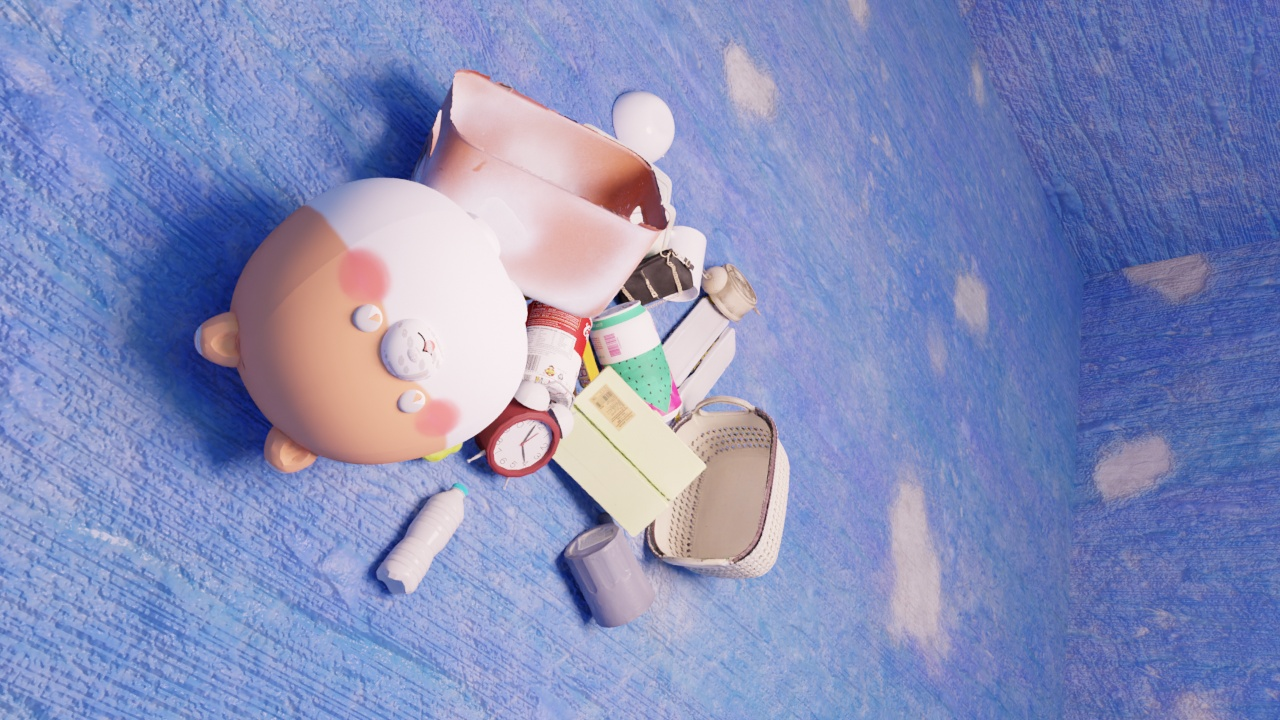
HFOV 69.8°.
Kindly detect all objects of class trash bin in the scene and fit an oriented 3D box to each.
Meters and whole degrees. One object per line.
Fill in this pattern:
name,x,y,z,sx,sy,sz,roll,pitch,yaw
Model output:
trash bin,-0.121,-0.179,1.037,0.259,0.158,0.181,21,34,-24

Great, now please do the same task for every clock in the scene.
clock,0.139,-0.120,1.471,0.140,0.055,0.092,27,35,-48
clock,-0.136,0.080,1.074,0.137,0.048,0.096,-42,132,0

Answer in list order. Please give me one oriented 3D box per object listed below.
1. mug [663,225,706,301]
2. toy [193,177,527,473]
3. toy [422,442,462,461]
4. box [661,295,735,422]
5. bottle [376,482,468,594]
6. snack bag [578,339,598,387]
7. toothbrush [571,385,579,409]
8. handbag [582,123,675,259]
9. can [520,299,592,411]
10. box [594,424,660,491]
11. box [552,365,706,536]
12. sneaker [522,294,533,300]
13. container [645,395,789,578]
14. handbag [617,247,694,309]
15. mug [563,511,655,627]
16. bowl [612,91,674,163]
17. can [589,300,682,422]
mug,0.049,-0.154,1.377,0.110,0.074,0.090,40,52,-49
toy,-0.245,-0.027,0.853,0.280,0.266,0.263,-33,114,-24
toy,-0.246,0.067,0.998,0.117,0.043,0.092,-7,89,-48
box,0.088,-0.004,1.427,0.209,0.046,0.128,-50,122,-45
bottle,-0.229,0.188,0.988,0.044,0.044,0.135,56,45,-26
snack bag,-0.078,-0.006,1.232,0.020,0.026,0.099,-25,102,-44
toothbrush,-0.095,0.020,1.214,0.016,0.016,0.167,-7,88,-49
handbag,-0.044,-0.222,1.270,0.198,0.096,0.141,22,66,-48
can,-0.115,-0.006,1.139,0.086,0.087,0.116,39,53,-38
box,-0.010,0.146,1.229,0.084,0.095,0.165,-33,98,-27
box,-0.024,0.116,1.164,0.187,0.138,0.030,48,3,-10
sneaker,-0.171,-0.109,1.104,0.234,0.088,0.079,-20,85,-52
container,0.121,0.193,1.310,0.143,0.185,0.251,45,48,-46
handbag,0.012,-0.118,1.295,0.079,0.129,0.054,53,21,-50
mug,-0.037,0.265,1.185,0.104,0.084,0.123,64,17,-14
bowl,0.013,-0.362,1.406,0.114,0.051,0.114,15,70,-48
can,-0.007,0.007,1.264,0.088,0.088,0.166,-33,106,-49
